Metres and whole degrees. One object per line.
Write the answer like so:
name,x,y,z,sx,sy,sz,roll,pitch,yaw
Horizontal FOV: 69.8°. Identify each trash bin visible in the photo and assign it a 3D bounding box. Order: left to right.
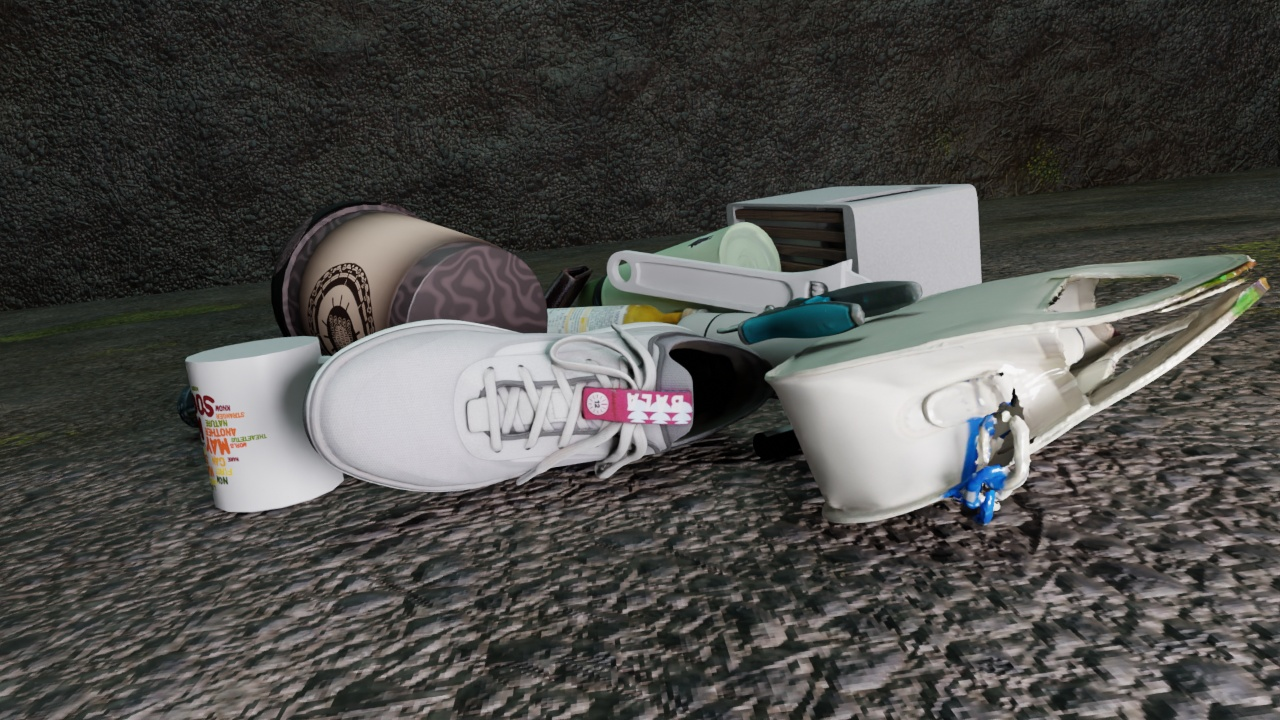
trash bin,0.184,-0.094,0.835,0.114,0.114,0.229,-12,13,-18

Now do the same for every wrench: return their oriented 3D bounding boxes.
wrench,0.080,-0.049,0.762,0.274,0.087,0.018,12,20,36

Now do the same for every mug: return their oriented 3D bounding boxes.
mug,-0.210,0.035,0.555,0.105,0.089,0.073,-8,11,-8

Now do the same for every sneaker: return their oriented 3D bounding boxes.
sneaker,-0.041,0.022,0.498,0.262,0.097,0.129,-5,4,-33

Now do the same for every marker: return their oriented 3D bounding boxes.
marker,0.128,0.035,0.553,0.140,0.016,0.016,-13,13,-29

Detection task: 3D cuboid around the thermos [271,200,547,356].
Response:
thermos,-0.197,-0.046,0.789,0.172,0.173,0.226,-15,21,-38

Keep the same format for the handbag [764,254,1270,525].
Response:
handbag,0.177,0.007,0.423,0.200,0.093,0.200,-20,2,34

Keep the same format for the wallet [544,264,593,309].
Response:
wallet,-0.092,-0.056,0.958,0.031,0.099,0.119,37,12,0

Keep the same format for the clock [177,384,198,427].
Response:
clock,-0.314,0.032,0.741,0.130,0.052,0.090,-4,11,37

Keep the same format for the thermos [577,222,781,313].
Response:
thermos,0.028,-0.066,0.890,0.082,0.082,0.232,-16,2,-39

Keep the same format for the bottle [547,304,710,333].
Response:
bottle,-0.026,-0.024,0.845,0.186,0.053,0.053,-2,12,22

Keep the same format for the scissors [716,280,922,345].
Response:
scissors,0.088,-0.025,0.479,0.148,0.019,0.131,-18,6,20

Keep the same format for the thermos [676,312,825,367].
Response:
thermos,0.115,-0.008,0.686,0.052,0.052,0.225,-16,15,-42
